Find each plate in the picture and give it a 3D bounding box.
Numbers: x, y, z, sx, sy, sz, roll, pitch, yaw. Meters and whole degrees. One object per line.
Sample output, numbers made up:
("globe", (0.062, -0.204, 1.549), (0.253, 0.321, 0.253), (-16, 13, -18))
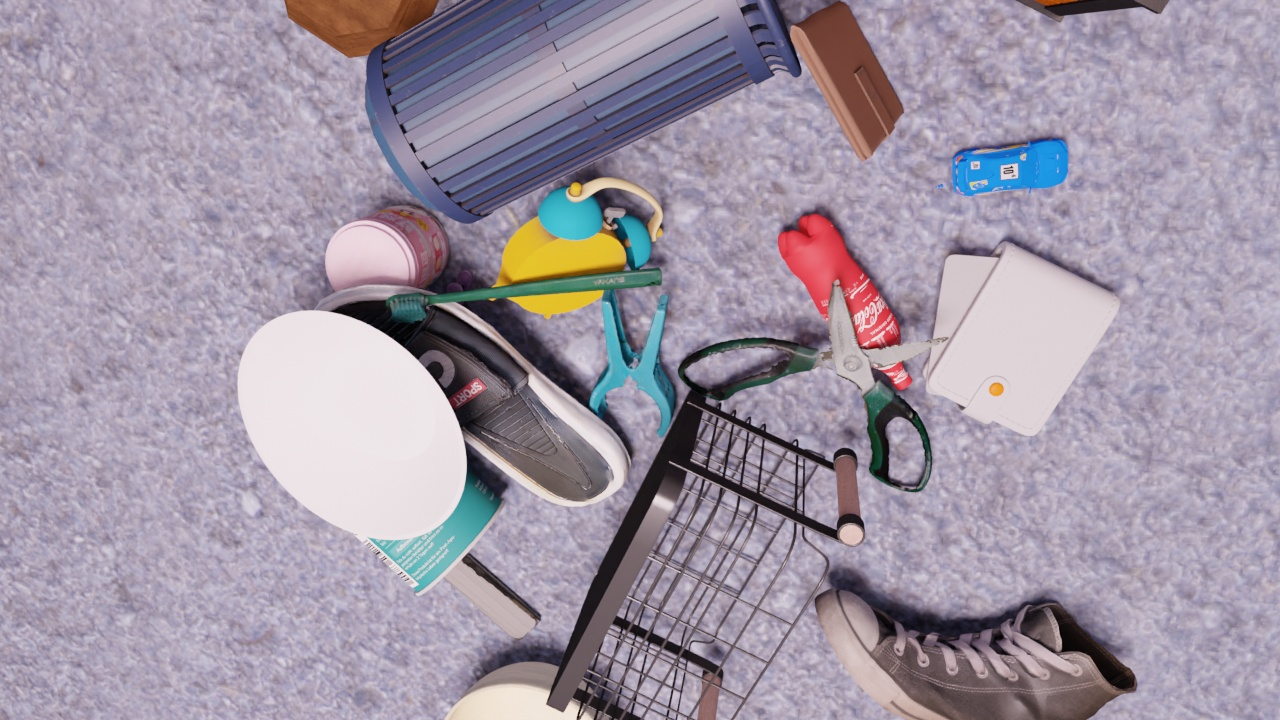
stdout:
("plate", (-0.199, -0.275, 0.631), (0.131, 0.025, 0.131), (3, 109, 9))
("plate", (-0.188, 0.039, 0.624), (0.174, 0.036, 0.174), (9, 119, 17))

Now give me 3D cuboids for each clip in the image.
("clip", (-0.143, -0.043, 0.703), (0.013, 0.029, 0.050), (22, 118, 0))
("clip", (0.013, 0.010, 0.680), (0.120, 0.030, 0.131), (24, 128, 0))

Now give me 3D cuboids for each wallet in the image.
("wallet", (0.129, -0.174, 0.563), (0.013, 0.120, 0.087), (-25, 103, 34))
("wallet", (0.248, -0.018, 0.640), (0.115, 0.037, 0.118), (26, 108, 0))

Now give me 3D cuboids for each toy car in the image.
("toy car", (0.234, -0.121, 0.592), (0.092, 0.061, 0.033), (-5, 108, 11))

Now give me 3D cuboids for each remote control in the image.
("remote control", (-0.146, 0.189, 0.791), (0.136, 0.013, 0.033), (42, 110, -8))

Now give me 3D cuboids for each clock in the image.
("clock", (-0.044, -0.077, 0.644), (0.130, 0.099, 0.043), (-40, 57, 24))

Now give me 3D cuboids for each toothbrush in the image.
("toothbrush", (-0.075, -0.045, 0.622), (0.189, 0.017, 0.016), (-8, 152, -18))

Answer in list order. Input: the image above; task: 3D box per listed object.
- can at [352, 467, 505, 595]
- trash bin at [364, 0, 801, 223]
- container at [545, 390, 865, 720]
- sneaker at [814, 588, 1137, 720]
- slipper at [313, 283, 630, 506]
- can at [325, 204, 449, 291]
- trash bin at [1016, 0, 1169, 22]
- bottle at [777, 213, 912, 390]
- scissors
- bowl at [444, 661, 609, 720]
("can", (-0.193, 0.098, 0.720), (0.144, 0.099, 0.099), (45, 110, -7))
("trash bin", (-0.042, -0.190, 0.577), (0.250, 0.139, 0.139), (-22, 104, 18))
("container", (0.044, 0.159, 0.664), (0.130, 0.162, 0.242), (26, 113, 0))
("sneaker", (0.248, 0.220, 0.694), (0.235, 0.095, 0.120), (33, 108, 0))
("slipper", (-0.119, 0.039, 0.666), (0.111, 0.063, 0.263), (-33, 123, 30))
("can", (-0.183, -0.075, 0.671), (0.067, 0.076, 0.067), (3, 109, 8))
("trash bin", (0.222, -0.278, 0.481), (0.139, 0.171, 0.140), (27, 111, 0))
("bottle", (0.149, -0.038, 0.646), (0.042, 0.041, 0.141), (-33, 101, 18))
("scissors", (0.126, 0.026, 0.669), (0.206, 0.015, 0.202), (-2, 129, 27))
("bowl", (-0.089, 0.320, 0.793), (0.151, 0.075, 0.151), (3, 110, 9))
